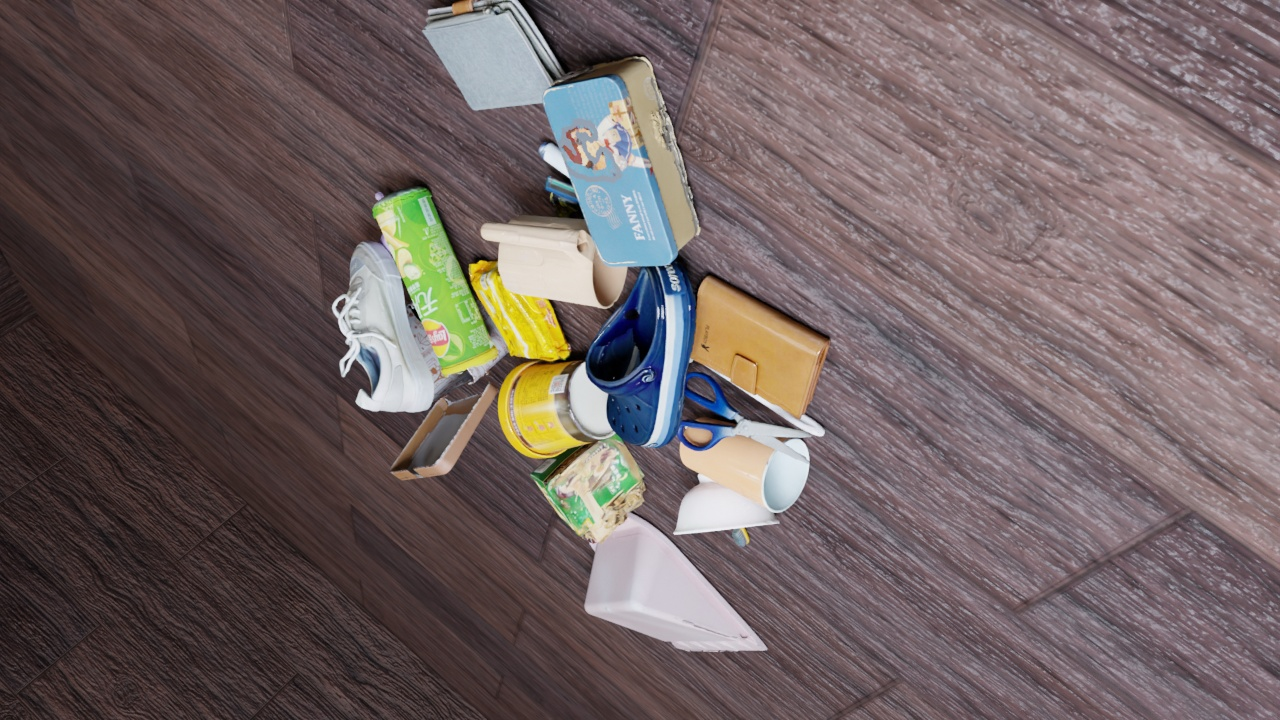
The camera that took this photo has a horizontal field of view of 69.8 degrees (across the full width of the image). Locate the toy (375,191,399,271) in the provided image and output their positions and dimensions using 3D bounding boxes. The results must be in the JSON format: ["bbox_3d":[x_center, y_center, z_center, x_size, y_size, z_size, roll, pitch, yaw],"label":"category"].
[{"bbox_3d":[-0.304,-0.153,1.152,0.084,0.038,0.108,38,145,11],"label":"toy"}]

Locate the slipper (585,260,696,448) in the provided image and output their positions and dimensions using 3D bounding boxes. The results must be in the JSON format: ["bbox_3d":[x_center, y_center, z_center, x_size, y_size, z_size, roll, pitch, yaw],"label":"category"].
[{"bbox_3d":[-0.005,0.005,0.925,0.253,0.095,0.105,105,158,-50],"label":"slipper"}]

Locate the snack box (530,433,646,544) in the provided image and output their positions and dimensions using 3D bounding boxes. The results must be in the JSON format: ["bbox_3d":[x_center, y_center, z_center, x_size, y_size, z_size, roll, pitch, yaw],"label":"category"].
[{"bbox_3d":[-0.076,0.158,1.190,0.106,0.118,0.117,7,133,57],"label":"snack box"}]

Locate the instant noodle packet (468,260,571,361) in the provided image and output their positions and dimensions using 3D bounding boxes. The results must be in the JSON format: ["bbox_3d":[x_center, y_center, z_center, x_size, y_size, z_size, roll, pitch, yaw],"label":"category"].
[{"bbox_3d":[-0.141,-0.061,1.071,0.111,0.044,0.128,5,128,47],"label":"instant noodle packet"}]

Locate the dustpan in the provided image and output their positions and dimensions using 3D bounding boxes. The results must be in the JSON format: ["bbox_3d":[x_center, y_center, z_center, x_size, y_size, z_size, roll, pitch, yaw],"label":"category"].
[{"bbox_3d":[0.036,0.319,1.330,0.273,0.138,0.223,26,153,-24],"label":"dustpan"}]

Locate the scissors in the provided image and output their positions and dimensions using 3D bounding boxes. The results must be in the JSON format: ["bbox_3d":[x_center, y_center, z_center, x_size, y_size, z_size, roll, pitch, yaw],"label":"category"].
[{"bbox_3d":[0.097,0.055,0.907,0.171,0.012,0.140,-27,76,44],"label":"scissors"}]

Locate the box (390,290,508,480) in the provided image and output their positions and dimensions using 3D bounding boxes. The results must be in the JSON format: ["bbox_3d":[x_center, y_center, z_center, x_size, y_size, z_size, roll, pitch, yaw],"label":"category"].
[{"bbox_3d":[-0.286,0.017,1.189,0.156,0.226,0.181,39,152,-22],"label":"box"}]

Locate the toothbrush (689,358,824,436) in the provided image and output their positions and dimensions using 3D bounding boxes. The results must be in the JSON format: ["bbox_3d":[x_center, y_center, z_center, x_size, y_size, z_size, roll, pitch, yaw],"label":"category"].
[{"bbox_3d":[0.107,0.029,0.926,0.180,0.016,0.016,31,153,21],"label":"toothbrush"}]

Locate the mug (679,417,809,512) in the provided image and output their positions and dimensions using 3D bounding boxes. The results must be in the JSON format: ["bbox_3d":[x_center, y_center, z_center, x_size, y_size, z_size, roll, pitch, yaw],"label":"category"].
[{"bbox_3d":[0.105,0.102,0.959,0.123,0.078,0.078,18,139,43],"label":"mug"}]

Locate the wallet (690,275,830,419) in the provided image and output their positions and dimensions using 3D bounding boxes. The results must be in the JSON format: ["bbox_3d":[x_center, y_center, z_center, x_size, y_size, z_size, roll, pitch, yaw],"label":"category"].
[{"bbox_3d":[0.108,-0.011,0.867,0.132,0.031,0.108,32,143,21],"label":"wallet"}]

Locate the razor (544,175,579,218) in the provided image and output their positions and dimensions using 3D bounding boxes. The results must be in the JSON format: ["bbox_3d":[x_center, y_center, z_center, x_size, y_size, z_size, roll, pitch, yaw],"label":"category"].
[{"bbox_3d":[-0.083,-0.135,0.945,0.042,0.022,0.143,23,144,2],"label":"razor"}]

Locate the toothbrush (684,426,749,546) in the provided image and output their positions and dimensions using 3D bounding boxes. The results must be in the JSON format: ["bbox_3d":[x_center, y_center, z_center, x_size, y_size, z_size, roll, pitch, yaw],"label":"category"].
[{"bbox_3d":[0.089,0.148,1.072,0.016,0.018,0.191,2,128,44],"label":"toothbrush"}]

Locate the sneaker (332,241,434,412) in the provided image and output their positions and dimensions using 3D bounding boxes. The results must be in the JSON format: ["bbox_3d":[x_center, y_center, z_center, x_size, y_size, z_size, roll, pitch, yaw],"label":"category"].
[{"bbox_3d":[-0.328,-0.040,1.104,0.090,0.090,0.242,-52,53,44],"label":"sneaker"}]

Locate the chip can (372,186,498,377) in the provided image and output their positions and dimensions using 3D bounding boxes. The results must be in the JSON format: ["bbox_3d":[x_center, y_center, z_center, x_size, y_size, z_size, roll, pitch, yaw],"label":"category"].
[{"bbox_3d":[-0.241,-0.094,1.077,0.073,0.072,0.221,-9,105,51],"label":"chip can"}]

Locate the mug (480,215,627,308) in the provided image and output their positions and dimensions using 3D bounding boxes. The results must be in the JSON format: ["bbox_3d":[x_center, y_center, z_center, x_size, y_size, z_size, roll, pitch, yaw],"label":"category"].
[{"bbox_3d":[-0.082,-0.102,0.880,0.104,0.084,0.124,9,173,22],"label":"mug"}]

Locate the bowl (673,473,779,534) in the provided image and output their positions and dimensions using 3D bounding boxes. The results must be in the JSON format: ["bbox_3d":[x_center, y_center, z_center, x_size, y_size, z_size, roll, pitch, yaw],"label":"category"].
[{"bbox_3d":[0.092,0.156,1.023,0.119,0.118,0.064,-21,73,55],"label":"bowl"}]

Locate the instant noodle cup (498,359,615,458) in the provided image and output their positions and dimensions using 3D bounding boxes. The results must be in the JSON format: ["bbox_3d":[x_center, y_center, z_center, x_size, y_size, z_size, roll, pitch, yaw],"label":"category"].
[{"bbox_3d":[-0.087,0.052,1.078,0.115,0.118,0.118,-12,118,44],"label":"instant noodle cup"}]

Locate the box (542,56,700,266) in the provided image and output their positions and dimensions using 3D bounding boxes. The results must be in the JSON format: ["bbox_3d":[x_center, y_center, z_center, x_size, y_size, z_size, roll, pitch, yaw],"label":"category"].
[{"bbox_3d":[-0.012,-0.162,0.791,0.090,0.059,0.184,1,121,40],"label":"box"}]

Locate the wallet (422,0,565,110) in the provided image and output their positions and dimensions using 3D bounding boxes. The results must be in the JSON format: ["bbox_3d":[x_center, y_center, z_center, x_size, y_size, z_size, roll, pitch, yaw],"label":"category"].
[{"bbox_3d":[-0.131,-0.278,0.828,0.130,0.036,0.106,10,145,43],"label":"wallet"}]

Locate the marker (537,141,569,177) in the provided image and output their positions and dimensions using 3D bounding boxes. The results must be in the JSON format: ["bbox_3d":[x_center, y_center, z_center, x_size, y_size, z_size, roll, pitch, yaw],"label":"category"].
[{"bbox_3d":[-0.045,-0.165,0.874,0.131,0.018,0.023,37,114,10],"label":"marker"}]
